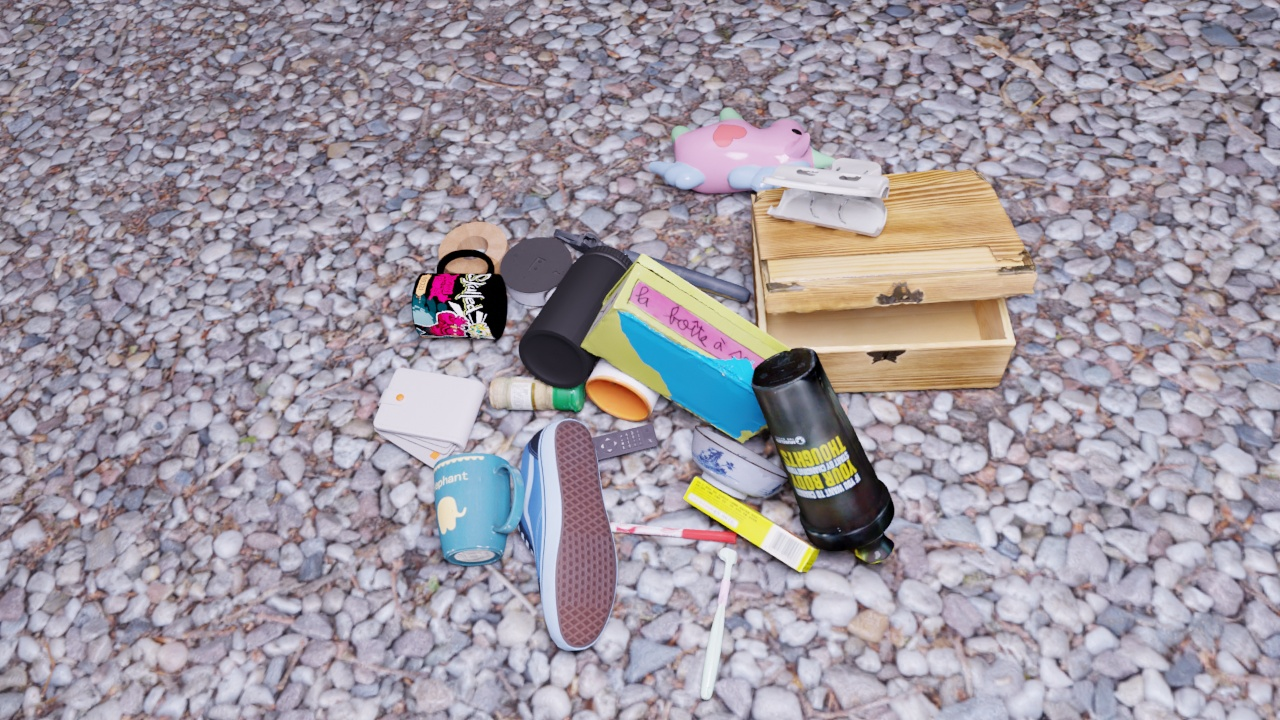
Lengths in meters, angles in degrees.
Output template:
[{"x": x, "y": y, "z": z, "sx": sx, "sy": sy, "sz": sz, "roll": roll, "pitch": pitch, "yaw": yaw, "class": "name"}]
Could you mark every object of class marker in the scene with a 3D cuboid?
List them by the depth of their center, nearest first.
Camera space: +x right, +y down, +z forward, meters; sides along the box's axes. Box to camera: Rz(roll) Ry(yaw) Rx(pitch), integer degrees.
[{"x": 0.033, "y": 0.185, "z": 0.989, "sx": 0.142, "sy": 0.013, "sz": 0.012, "roll": 3, "pitch": 56, "yaw": 10, "class": "marker"}]

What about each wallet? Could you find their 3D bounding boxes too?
[{"x": -0.257, "y": 0.071, "z": 1.091, "sx": 0.118, "sy": 0.038, "sz": 0.115, "roll": 9, "pitch": 57, "yaw": 9, "class": "wallet"}]

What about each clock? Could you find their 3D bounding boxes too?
[{"x": -0.124, "y": -0.111, "z": 1.199, "sx": 0.123, "sy": 0.035, "sz": 0.094, "roll": 25, "pitch": 62, "yaw": 21, "class": "clock"}]

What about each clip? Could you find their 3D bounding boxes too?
[{"x": 0.213, "y": -0.175, "z": 1.012, "sx": 0.126, "sy": 0.101, "sz": 0.151, "roll": 17, "pitch": 16, "yaw": 27, "class": "clip"}]

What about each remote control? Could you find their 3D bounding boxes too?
[{"x": -0.048, "y": 0.104, "z": 1.053, "sx": 0.136, "sy": 0.015, "sz": 0.032, "roll": -13, "pitch": 55, "yaw": -2, "class": "remote control"}]

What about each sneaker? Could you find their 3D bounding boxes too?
[{"x": -0.088, "y": 0.189, "z": 0.981, "sx": 0.083, "sy": 0.099, "sz": 0.241, "roll": 12, "pitch": 61, "yaw": -37, "class": "sneaker"}]

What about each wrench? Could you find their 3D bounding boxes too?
[{"x": 0.011, "y": -0.123, "z": 1.180, "sx": 0.273, "sy": 0.073, "sz": 0.022, "roll": 19, "pitch": 85, "yaw": 13, "class": "wrench"}]

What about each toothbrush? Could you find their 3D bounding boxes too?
[{"x": 0.078, "y": 0.264, "z": 0.927, "sx": 0.022, "sy": 0.015, "sz": 0.154, "roll": 23, "pitch": 57, "yaw": -15, "class": "toothbrush"}]

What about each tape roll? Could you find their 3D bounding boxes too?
[{"x": -0.223, "y": -0.143, "z": 1.238, "sx": 0.094, "sy": 0.027, "sz": 0.093, "roll": -4, "pitch": 55, "yaw": 5, "class": "tape roll"}]

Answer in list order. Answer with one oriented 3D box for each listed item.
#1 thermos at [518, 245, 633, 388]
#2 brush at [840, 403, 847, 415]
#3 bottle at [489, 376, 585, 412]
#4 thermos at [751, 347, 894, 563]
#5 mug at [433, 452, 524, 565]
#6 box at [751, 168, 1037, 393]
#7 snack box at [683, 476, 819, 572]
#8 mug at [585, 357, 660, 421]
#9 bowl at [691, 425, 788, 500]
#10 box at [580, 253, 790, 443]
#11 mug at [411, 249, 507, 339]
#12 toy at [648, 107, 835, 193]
[{"x": -0.065, "y": -0.064, "z": 1.103, "sx": 0.086, "sy": 0.086, "sz": 0.198, "roll": 13, "pitch": 44, "yaw": 15, "class": "thermos"}, {"x": 0.168, "y": 0.070, "z": 1.052, "sx": 0.136, "sy": 0.015, "sz": 0.049, "roll": 2, "pitch": 55, "yaw": 16, "class": "brush"}, {"x": -0.123, "y": 0.040, "z": 1.091, "sx": 0.111, "sy": 0.043, "sz": 0.043, "roll": 1, "pitch": 56, "yaw": 9, "class": "bottle"}, {"x": 0.180, "y": 0.097, "z": 0.912, "sx": 0.098, "sy": 0.221, "sz": 0.098, "roll": -24, "pitch": 22, "yaw": 10, "class": "thermos"}, {"x": -0.169, "y": 0.158, "z": 0.982, "sx": 0.112, "sy": 0.084, "sz": 0.104, "roll": -24, "pitch": 57, "yaw": 31, "class": "mug"}, {"x": 0.270, "y": -0.113, "z": 1.060, "sx": 0.279, "sy": 0.192, "sz": 0.250, "roll": -4, "pitch": 53, "yaw": 7, "class": "box"}, {"x": 0.116, "y": 0.172, "z": 0.965, "sx": 0.148, "sy": 0.040, "sz": 0.029, "roll": 29, "pitch": 89, "yaw": 24, "class": "snack box"}, {"x": -0.006, "y": 0.006, "z": 1.075, "sx": 0.082, "sy": 0.082, "sz": 0.105, "roll": 16, "pitch": 58, "yaw": 17, "class": "mug"}, {"x": 0.099, "y": 0.116, "z": 0.983, "sx": 0.114, "sy": 0.114, "sz": 0.045, "roll": 29, "pitch": 94, "yaw": 24, "class": "bowl"}, {"x": 0.059, "y": -0.007, "z": 0.988, "sx": 0.221, "sy": 0.125, "sz": 0.079, "roll": 29, "pitch": 63, "yaw": -7, "class": "box"}, {"x": -0.224, "y": -0.086, "z": 1.160, "sx": 0.098, "sy": 0.082, "sz": 0.117, "roll": 1, "pitch": 71, "yaw": 8, "class": "mug"}, {"x": 0.132, "y": -0.267, "z": 1.234, "sx": 0.222, "sy": 0.120, "sz": 0.171, "roll": -19, "pitch": 46, "yaw": -7, "class": "toy"}]
